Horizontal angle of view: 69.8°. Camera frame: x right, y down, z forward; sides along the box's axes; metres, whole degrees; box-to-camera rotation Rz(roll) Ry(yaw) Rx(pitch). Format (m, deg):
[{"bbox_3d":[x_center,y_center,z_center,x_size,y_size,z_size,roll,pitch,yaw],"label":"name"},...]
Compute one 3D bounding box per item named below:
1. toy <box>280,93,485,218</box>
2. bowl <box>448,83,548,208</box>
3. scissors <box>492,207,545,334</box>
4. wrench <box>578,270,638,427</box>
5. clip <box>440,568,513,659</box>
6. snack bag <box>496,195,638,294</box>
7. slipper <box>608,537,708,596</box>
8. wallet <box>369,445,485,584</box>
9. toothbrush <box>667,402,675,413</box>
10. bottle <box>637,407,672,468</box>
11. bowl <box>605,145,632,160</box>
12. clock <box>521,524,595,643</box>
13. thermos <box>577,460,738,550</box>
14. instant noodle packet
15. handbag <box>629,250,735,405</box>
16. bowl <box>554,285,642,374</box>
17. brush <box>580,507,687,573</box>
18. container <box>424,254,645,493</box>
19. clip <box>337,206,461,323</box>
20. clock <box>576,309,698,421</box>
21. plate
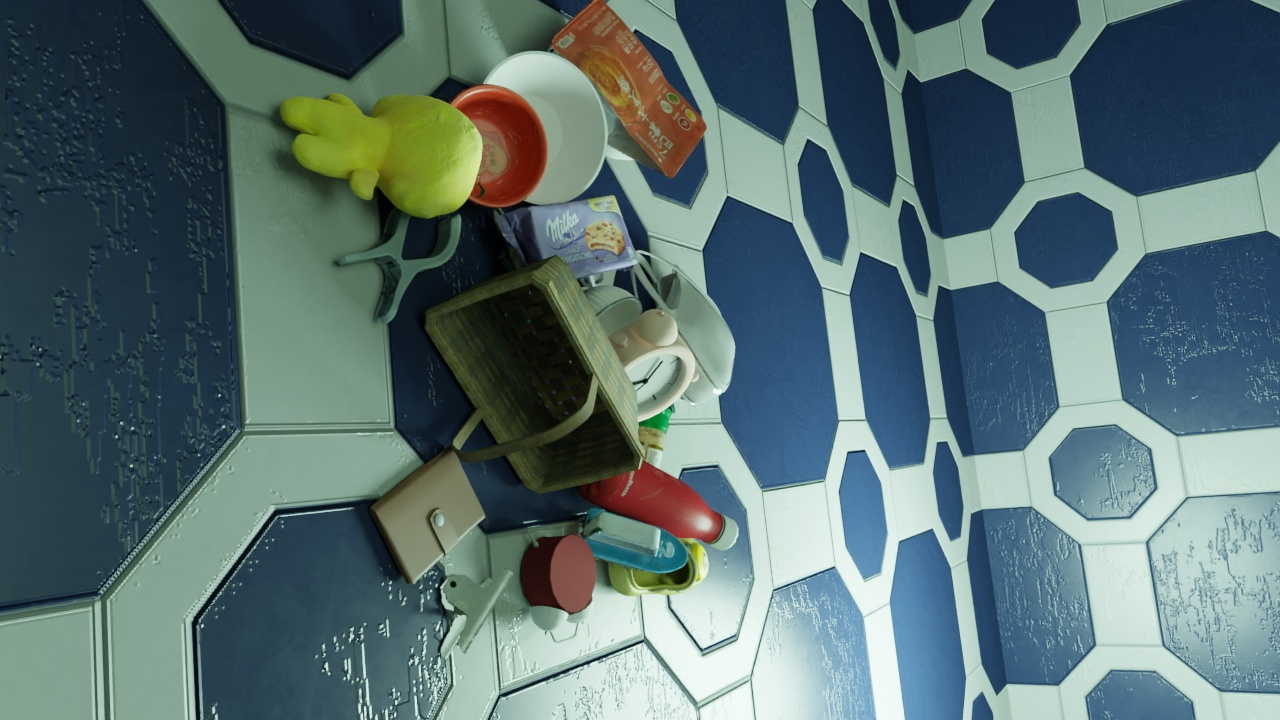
[{"bbox_3d":[-0.232,-0.202,0.868,0.207,0.092,0.133,-4,67,-37],"label":"toy"},{"bbox_3d":[-0.168,-0.231,1.000,0.130,0.045,0.130,-4,97,-34],"label":"bowl"},{"bbox_3d":[-0.140,-0.097,1.056,0.131,0.019,0.149,35,54,-49],"label":"scissors"},{"bbox_3d":[-0.033,-0.043,1.210,0.086,0.018,0.273,-37,114,-56],"label":"wrench"},{"bbox_3d":[-0.172,0.242,0.910,0.101,0.054,0.058,-58,164,-48],"label":"clip"},{"bbox_3d":[-0.085,-0.136,1.083,0.204,0.059,0.096,-21,94,-54],"label":"snack bag"},{"bbox_3d":[0.036,0.256,1.177,0.190,0.082,0.091,11,70,-53],"label":"slipper"},{"bbox_3d":[-0.203,0.148,0.893,0.120,0.013,0.087,-42,115,-53],"label":"wallet"},{"bbox_3d":[0.013,-0.002,1.251,0.016,0.017,0.190,-64,139,-50],"label":"toothbrush"},{"bbox_3d":[0.011,0.114,1.199,0.043,0.043,0.111,30,66,-50],"label":"bottle"},{"bbox_3d":[-0.026,-0.313,1.231,0.113,0.063,0.113,14,52,-20],"label":"bowl"},{"bbox_3d":[-0.089,0.247,1.015,0.087,0.044,0.124,6,76,-57],"label":"clock"},{"bbox_3d":[0.031,0.180,1.142,0.239,0.073,0.073,31,55,-31],"label":"thermos"},{"bbox_3d":[-0.014,-0.344,1.177,0.221,0.084,0.163,39,43,-10],"label":"instant noodle packet"},{"bbox_3d":[0.046,-0.064,1.293,0.222,0.096,0.215,54,26,-20],"label":"handbag"},{"bbox_3d":[-0.061,-0.048,1.103,0.062,0.118,0.117,44,25,21],"label":"bowl"},{"bbox_3d":[-0.002,0.216,1.083,0.135,0.076,0.055,20,60,-19],"label":"brush"},{"bbox_3d":[-0.108,0.033,0.948,0.250,0.158,0.185,62,24,-25],"label":"container"},{"bbox_3d":[-0.224,-0.100,0.917,0.106,0.028,0.162,62,37,-23],"label":"clip"},{"bbox_3d":[-0.007,0.007,1.117,0.086,0.131,0.160,56,-3,28],"label":"clock"},{"bbox_3d":[-0.122,-0.269,1.079,0.173,0.036,0.174,-4,97,-34],"label":"plate"}]
